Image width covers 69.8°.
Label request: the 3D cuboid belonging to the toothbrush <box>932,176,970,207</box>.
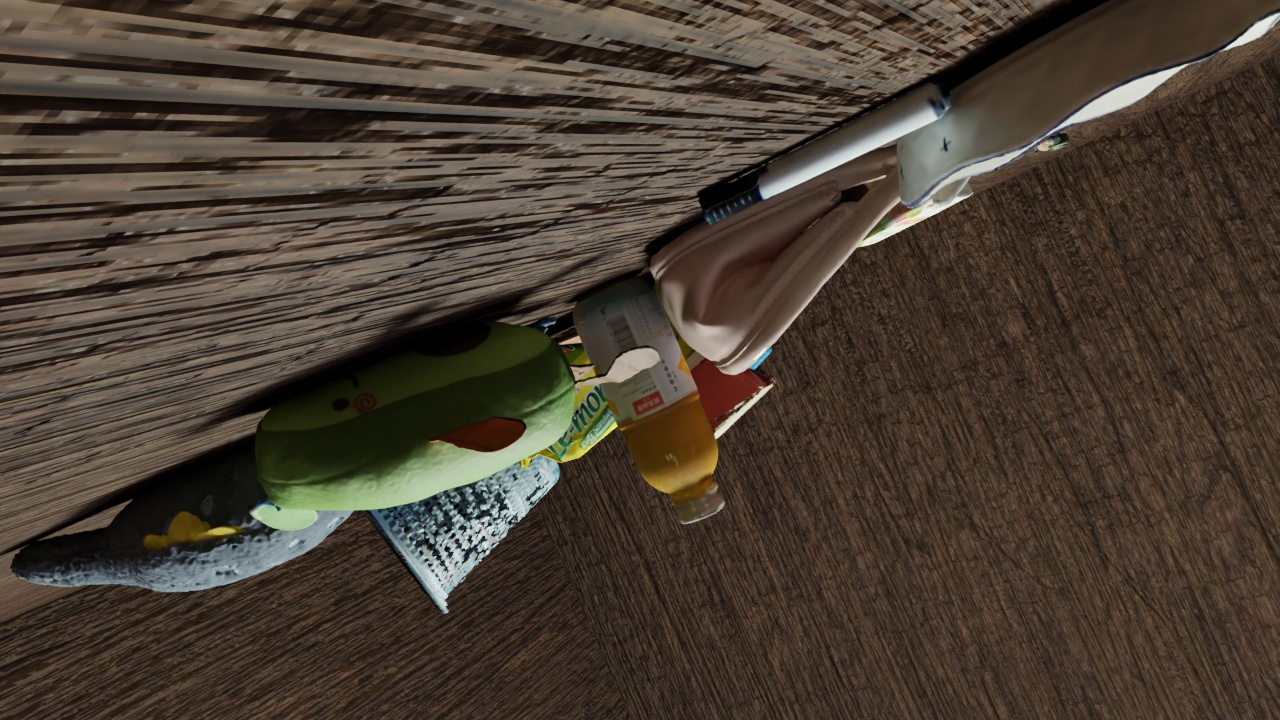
[{"bbox_3d":[0.245,-0.150,0.679,0.018,0.016,0.191,-12,-159,42],"label":"toothbrush"}]

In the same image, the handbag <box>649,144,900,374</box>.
[{"bbox_3d":[0.122,-0.089,0.642,0.234,0.093,0.193,-36,179,0],"label":"handbag"}]

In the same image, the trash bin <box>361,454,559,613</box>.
[{"bbox_3d":[-0.208,0.128,1.014,0.194,0.226,0.227,-38,-176,-20],"label":"trash bin"}]

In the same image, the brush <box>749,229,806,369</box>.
[{"bbox_3d":[0.121,-0.057,0.831,0.083,0.046,0.254,-50,-175,29],"label":"brush"}]

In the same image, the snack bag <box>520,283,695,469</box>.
[{"bbox_3d":[-0.005,0.005,0.846,0.247,0.068,0.157,-43,174,18],"label":"snack bag"}]

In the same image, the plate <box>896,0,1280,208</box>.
[{"bbox_3d":[0.226,-0.144,0.485,0.205,0.045,0.205,-26,-179,0],"label":"plate"}]

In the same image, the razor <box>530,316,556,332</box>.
[{"bbox_3d":[-0.118,0.006,0.704,0.043,0.022,0.142,-27,-174,44],"label":"razor"}]

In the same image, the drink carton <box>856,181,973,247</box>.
[{"bbox_3d":[0.248,-0.151,0.882,0.053,0.045,0.123,-17,174,-38],"label":"drink carton"}]

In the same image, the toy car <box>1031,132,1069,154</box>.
[{"bbox_3d":[0.329,-0.192,0.752,0.035,0.042,0.090,-14,-177,28],"label":"toy car"}]

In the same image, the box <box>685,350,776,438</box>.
[{"bbox_3d":[0.071,0.034,0.818,0.091,0.079,0.168,-43,172,8],"label":"box"}]

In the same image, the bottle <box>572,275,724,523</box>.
[{"bbox_3d":[0.011,0.031,0.701,0.068,0.189,0.068,-23,179,-1],"label":"bottle"}]

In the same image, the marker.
[{"bbox_3d":[0.088,-0.101,0.452,0.131,0.018,0.022,-24,172,19],"label":"marker"}]

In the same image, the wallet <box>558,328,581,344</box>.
[{"bbox_3d":[-0.027,-0.043,0.999,0.101,0.020,0.115,-24,177,18],"label":"wallet"}]

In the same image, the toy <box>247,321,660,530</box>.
[{"bbox_3d":[-0.116,0.030,0.559,0.246,0.090,0.227,-20,-168,-28],"label":"toy"}]

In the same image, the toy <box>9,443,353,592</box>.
[{"bbox_3d":[-0.303,0.107,0.692,0.356,0.091,0.138,-23,-153,-8],"label":"toy"}]

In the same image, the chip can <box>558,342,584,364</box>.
[{"bbox_3d":[-0.107,0.022,0.965,0.072,0.072,0.235,-24,179,16],"label":"chip can"}]
